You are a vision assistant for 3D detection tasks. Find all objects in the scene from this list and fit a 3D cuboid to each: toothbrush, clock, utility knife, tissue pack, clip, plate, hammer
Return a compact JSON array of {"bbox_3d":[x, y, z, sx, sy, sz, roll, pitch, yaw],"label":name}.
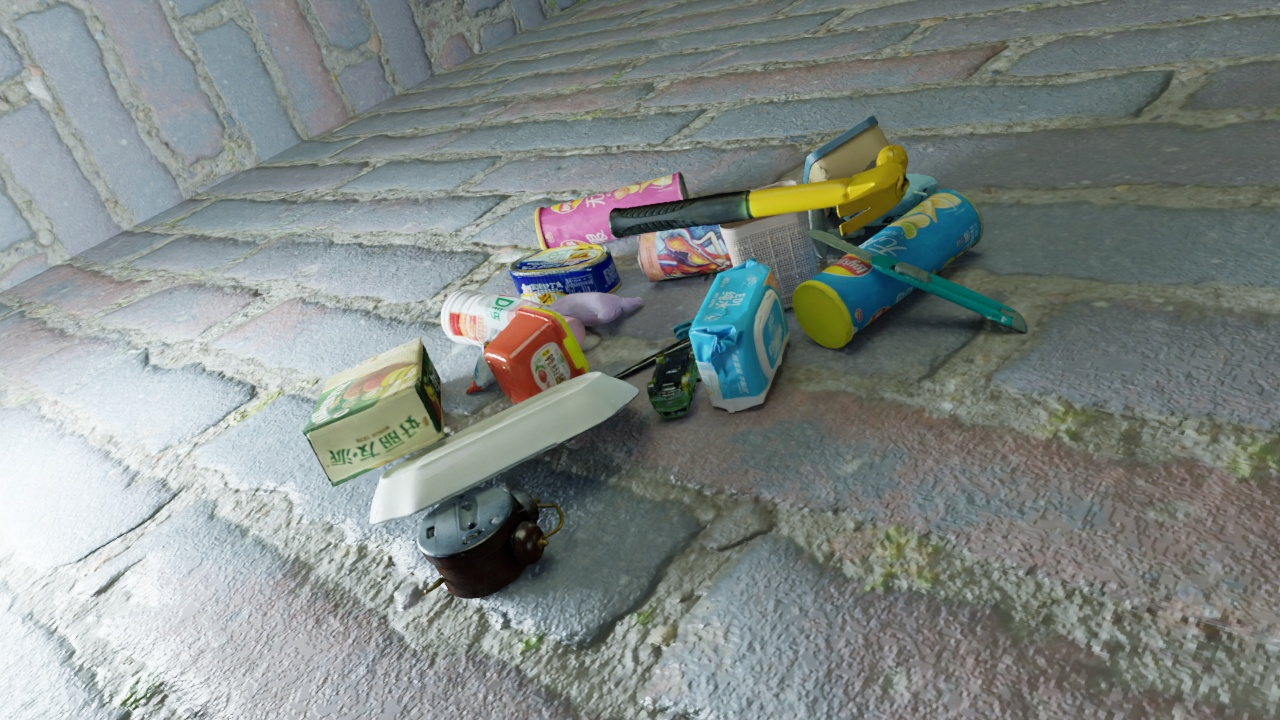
[{"bbox_3d":[-0.006,0.006,0.952,0.181,0.018,0.015,-25,26,-12],"label":"toothbrush"},{"bbox_3d":[-0.121,0.143,0.743,0.122,0.055,0.082,-21,27,-4],"label":"clock"},{"bbox_3d":[0.250,-0.077,0.839,0.216,0.013,0.029,26,45,17],"label":"utility knife"},{"bbox_3d":[0.097,-0.025,0.860,0.063,0.090,0.139,-4,32,26],"label":"tissue pack"},{"bbox_3d":[0.062,-0.037,0.985,0.056,0.014,0.042,-18,28,0],"label":"clip"},{"bbox_3d":[0.173,-0.146,1.099,0.190,0.029,0.020,-2,75,27],"label":"toothbrush"},{"bbox_3d":[-0.127,0.071,0.833,0.265,0.034,0.162,-26,6,-12],"label":"plate"},{"bbox_3d":[0.108,-0.153,0.902,0.301,0.033,0.128,-4,32,25],"label":"hammer"}]

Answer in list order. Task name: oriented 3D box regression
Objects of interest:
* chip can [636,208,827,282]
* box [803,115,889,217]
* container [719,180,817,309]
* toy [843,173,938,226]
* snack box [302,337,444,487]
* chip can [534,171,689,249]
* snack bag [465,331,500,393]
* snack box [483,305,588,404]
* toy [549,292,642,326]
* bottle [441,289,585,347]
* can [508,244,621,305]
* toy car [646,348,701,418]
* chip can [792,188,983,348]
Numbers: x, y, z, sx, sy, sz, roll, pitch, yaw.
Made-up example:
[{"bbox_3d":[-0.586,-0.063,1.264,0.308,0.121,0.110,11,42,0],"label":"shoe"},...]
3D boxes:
[{"bbox_3d":[0.106,-0.141,1.076,0.215,0.071,0.071,-6,31,24],"label":"chip can"},{"bbox_3d":[0.237,-0.218,1.046,0.090,0.061,0.184,-31,-5,6],"label":"box"},{"bbox_3d":[0.138,-0.116,0.971,0.090,0.111,0.090,-16,29,8],"label":"container"},{"bbox_3d":[0.281,-0.180,1.027,0.161,0.050,0.156,-23,3,-21],"label":"toy"},{"bbox_3d":[-0.269,0.044,0.950,0.114,0.063,0.240,-24,16,-7],"label":"snack box"},{"bbox_3d":[-0.037,-0.203,1.274,0.211,0.071,0.071,-12,29,13],"label":"chip can"},{"bbox_3d":[-0.164,0.001,1.003,0.026,0.104,0.048,39,53,9],"label":"snack bag"},{"bbox_3d":[-0.111,0.000,0.953,0.080,0.091,0.082,-43,36,-24],"label":"snack box"},{"bbox_3d":[-0.060,-0.061,1.079,0.108,0.039,0.083,0,16,38],"label":"toy"},{"bbox_3d":[-0.148,-0.042,1.073,0.197,0.068,0.068,10,40,38],"label":"bottle"},{"bbox_3d":[-0.098,-0.110,1.174,0.148,0.049,0.074,-2,34,30],"label":"can"},{"bbox_3d":[0.034,0.020,0.879,0.043,0.036,0.091,-11,31,18],"label":"toy car"},{"bbox_3d":[0.247,-0.094,0.906,0.209,0.071,0.071,-34,31,-24],"label":"chip can"}]
